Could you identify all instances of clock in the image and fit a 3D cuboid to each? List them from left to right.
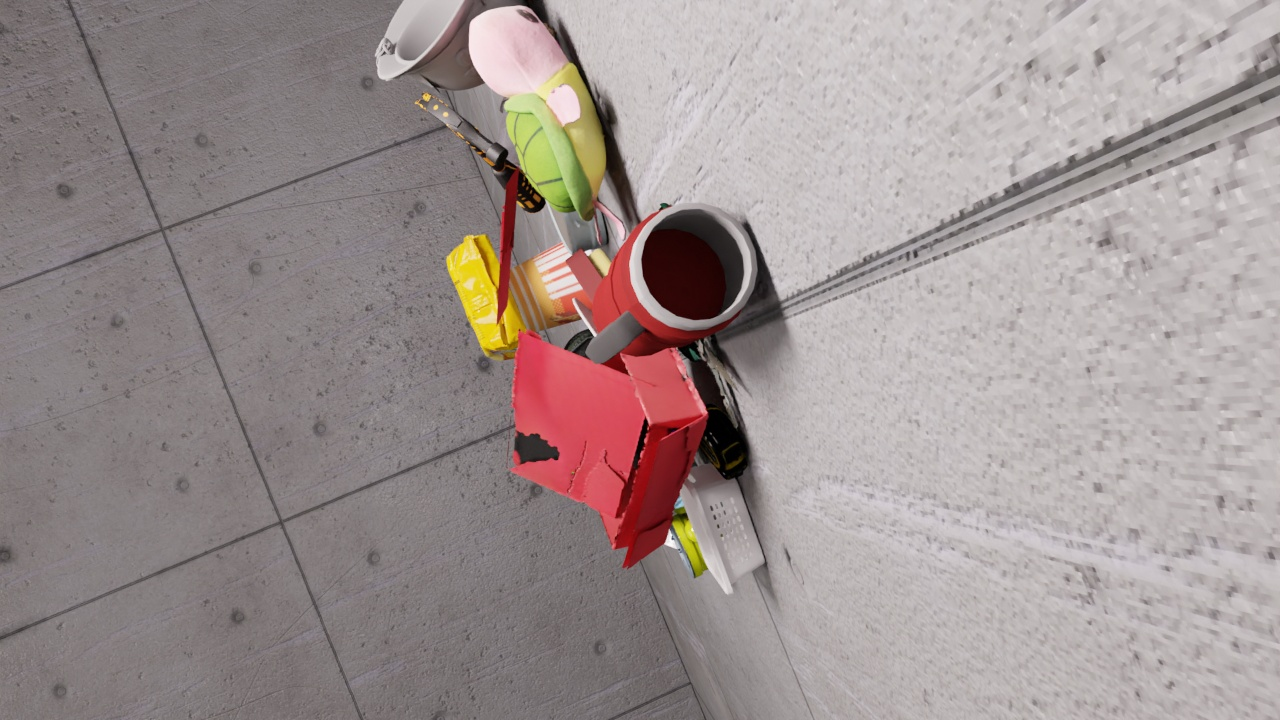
[{"bbox_3d":[-0.087,-0.197,1.099,0.123,0.045,0.159,83,162,-59],"label":"clock"},{"bbox_3d":[0.068,0.219,1.159,0.083,0.057,0.119,-123,13,-57],"label":"clock"}]

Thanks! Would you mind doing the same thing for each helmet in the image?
[{"bbox_3d":[-0.174,-0.343,0.956,0.117,0.184,0.270,36,-154,-33],"label":"helmet"}]

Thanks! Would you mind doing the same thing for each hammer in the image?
[{"bbox_3d":[-0.164,-0.225,1.050,0.123,0.036,0.320,38,-179,9],"label":"hammer"},{"bbox_3d":[-0.130,-0.297,1.048,0.329,0.052,0.098,159,119,-76],"label":"hammer"}]

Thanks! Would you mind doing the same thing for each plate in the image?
[{"bbox_3d":[-0.006,0.006,1.053,0.208,0.015,0.208,51,-176,-5],"label":"plate"}]

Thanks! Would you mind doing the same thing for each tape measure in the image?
[{"bbox_3d":[0.070,0.068,0.820,0.061,0.034,0.061,51,169,30],"label":"tape measure"}]

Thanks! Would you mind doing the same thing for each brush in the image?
[{"bbox_3d":[-0.028,-0.068,1.012,0.082,0.042,0.173,51,-177,-36],"label":"brush"}]

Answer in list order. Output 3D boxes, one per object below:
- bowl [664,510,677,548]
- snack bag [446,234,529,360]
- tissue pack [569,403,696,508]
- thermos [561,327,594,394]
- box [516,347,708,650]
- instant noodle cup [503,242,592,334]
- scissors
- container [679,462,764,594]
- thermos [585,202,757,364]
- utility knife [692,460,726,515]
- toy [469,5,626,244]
[{"bbox_3d":[0.038,0.216,1.267,0.115,0.050,0.115,23,158,9],"label":"bowl"},{"bbox_3d":[-0.214,-0.080,1.289,0.247,0.068,0.159,145,103,-82],"label":"snack bag"},{"bbox_3d":[-0.010,0.121,1.133,0.182,0.069,0.112,55,142,13],"label":"tissue pack"},{"bbox_3d":[-0.062,0.001,1.246,0.221,0.098,0.098,-161,49,-88],"label":"thermos"},{"bbox_3d":[-0.033,0.188,0.754,0.215,0.171,0.476,105,-173,-48],"label":"box"},{"bbox_3d":[-0.121,-0.102,1.303,0.123,0.121,0.123,157,91,-82],"label":"instant noodle cup"},{"bbox_3d":[0.041,-0.037,0.798,0.204,0.015,0.202,-155,45,-77],"label":"scissors"},{"bbox_3d":[0.082,0.165,0.943,0.081,0.049,0.129,-138,27,-72],"label":"container"},{"bbox_3d":[0.007,-0.041,0.641,0.084,0.108,0.199,48,169,-3],"label":"thermos"},{"bbox_3d":[0.042,0.091,1.072,0.224,0.019,0.030,52,-168,32],"label":"utility knife"},{"bbox_3d":[-0.080,-0.215,0.854,0.238,0.088,0.190,63,-179,-17],"label":"toy"}]
